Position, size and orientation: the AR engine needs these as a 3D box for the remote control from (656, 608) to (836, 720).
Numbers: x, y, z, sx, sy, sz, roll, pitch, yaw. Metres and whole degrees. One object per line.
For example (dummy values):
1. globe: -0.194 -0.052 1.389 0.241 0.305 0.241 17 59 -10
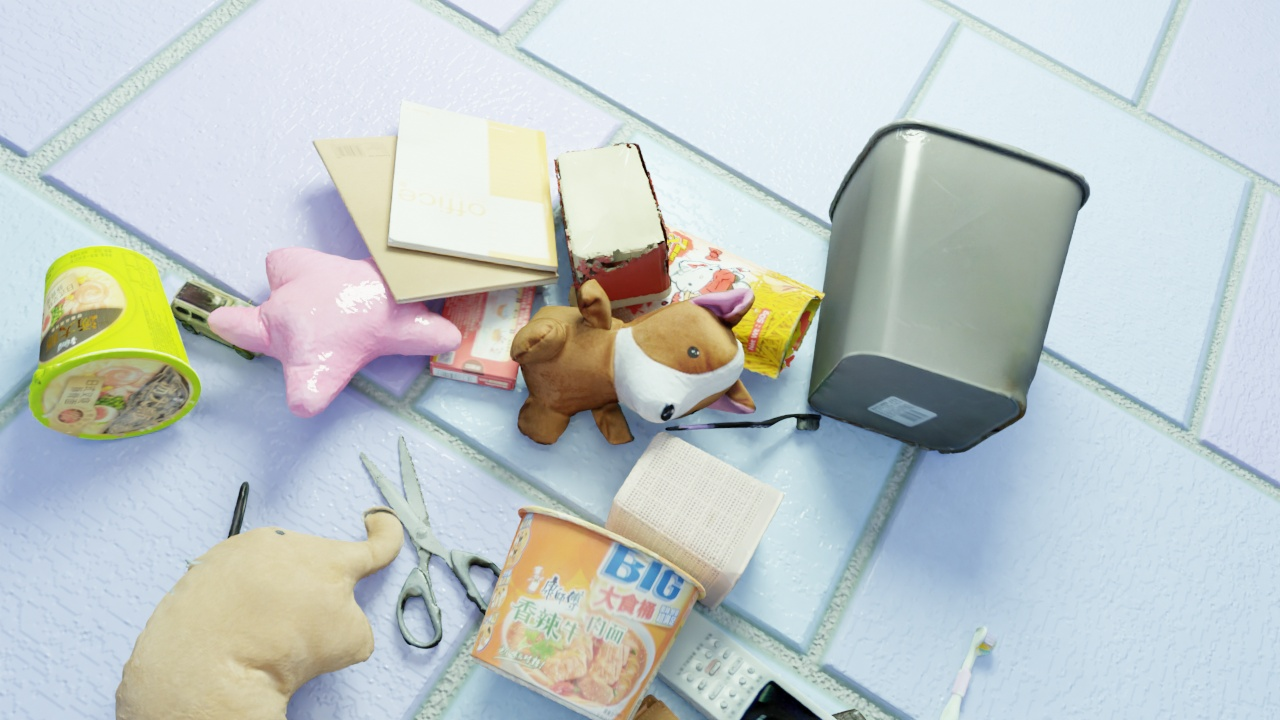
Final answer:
1. remote control: 0.074 0.249 0.686 0.150 0.021 0.058 32 58 26

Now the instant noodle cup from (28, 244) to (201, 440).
1. instant noodle cup: -0.409 -0.020 0.708 0.111 0.112 0.123 -16 60 -18

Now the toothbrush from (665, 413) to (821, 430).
1. toothbrush: 0.092 0.056 0.776 0.188 0.014 0.016 0 88 -40

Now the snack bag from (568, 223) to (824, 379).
1. snack bag: 0.052 -0.061 0.832 0.208 0.073 0.128 25 61 19

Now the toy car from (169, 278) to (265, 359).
1. toy car: -0.343 -0.035 0.764 0.090 0.035 0.042 26 63 -1

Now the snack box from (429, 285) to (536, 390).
1. snack box: -0.134 -0.051 0.818 0.075 0.026 0.152 11 62 -6

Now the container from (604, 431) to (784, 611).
1. container: 0.038 0.124 0.729 0.111 0.090 0.090 31 62 8

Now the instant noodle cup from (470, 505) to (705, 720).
1. instant noodle cup: -0.043 0.186 0.654 0.151 0.152 0.111 25 70 2

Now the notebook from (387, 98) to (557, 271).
1. notebook: -0.152 -0.163 0.837 0.145 0.010 0.206 8 46 -18

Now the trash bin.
1. trash bin: 0.257 -0.054 0.814 0.199 0.199 0.219 18 69 0

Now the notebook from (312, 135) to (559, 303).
1. notebook: -0.183 -0.134 0.812 0.149 0.012 0.211 -12 54 -34

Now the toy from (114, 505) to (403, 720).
1. toy: -0.256 0.179 0.639 0.143 0.083 0.225 37 57 -13

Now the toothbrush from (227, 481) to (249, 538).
1. toothbrush: -0.308 0.175 0.675 0.018 0.016 0.180 8 63 -14

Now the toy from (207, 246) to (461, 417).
1. toy: -0.247 -0.046 0.758 0.178 0.075 0.194 42 51 21

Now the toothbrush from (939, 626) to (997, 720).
1. toothbrush: 0.241 0.296 0.721 0.020 0.029 0.189 8 53 42

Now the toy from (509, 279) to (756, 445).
1. toy: -0.004 0.004 0.747 0.199 0.140 0.130 -3 38 -2

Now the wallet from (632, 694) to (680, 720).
1. wallet: -0.008 0.310 0.641 0.131 0.031 0.108 -34 50 -25

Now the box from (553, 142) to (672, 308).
1. box: -0.029 -0.129 0.815 0.091 0.077 0.168 -10 45 -3

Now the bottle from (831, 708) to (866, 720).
1. bottle: 0.096 0.330 0.661 0.194 0.044 0.080 -24 63 -20

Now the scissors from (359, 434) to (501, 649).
1. scissors: -0.171 0.143 0.720 0.163 0.014 0.165 21 60 0
